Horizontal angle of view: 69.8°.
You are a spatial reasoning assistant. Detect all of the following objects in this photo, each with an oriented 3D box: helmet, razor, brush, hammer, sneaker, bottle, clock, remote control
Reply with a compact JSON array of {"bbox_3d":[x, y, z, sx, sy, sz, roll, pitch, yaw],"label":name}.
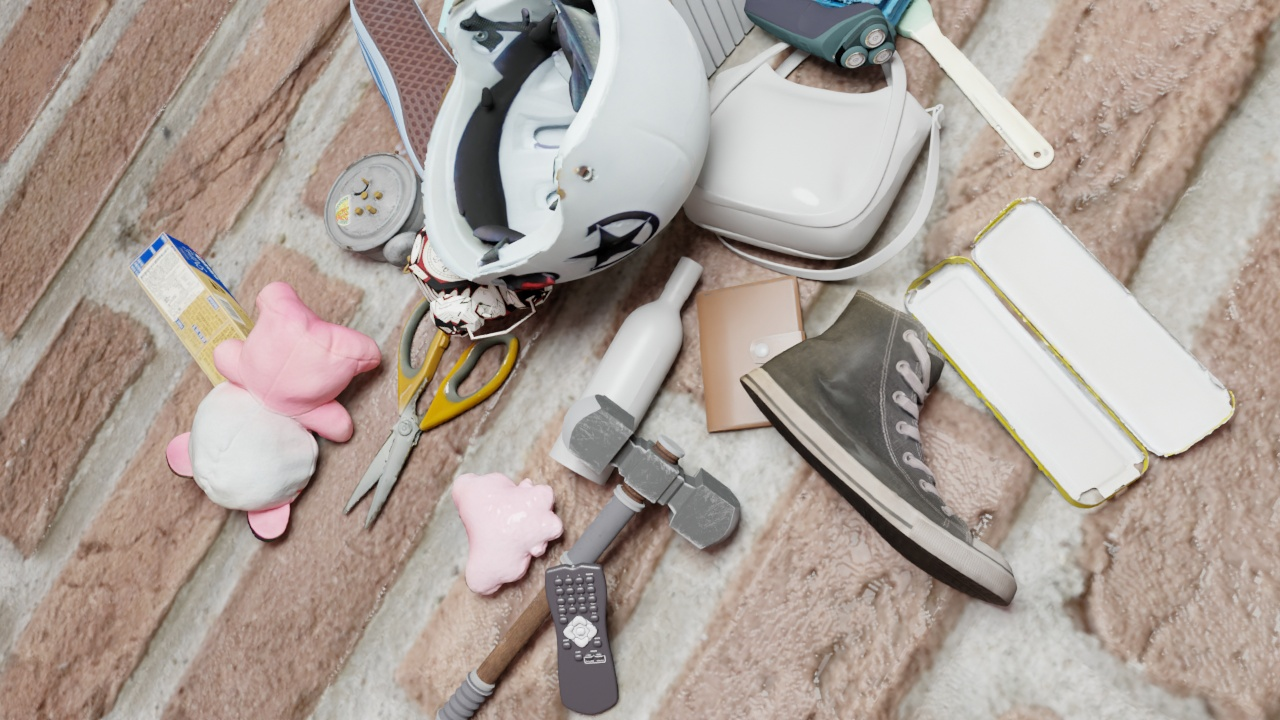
[{"bbox_3d":[-0.052,-0.167,0.699,0.265,0.163,0.236,-34,59,45],"label":"helmet"},{"bbox_3d":[0.142,-0.276,0.751,0.143,0.047,0.052,36,90,37],"label":"razor"},{"bbox_3d":[0.261,-0.236,0.747,0.033,0.012,0.217,-34,67,8],"label":"brush"},{"bbox_3d":[-0.074,0.188,0.717,0.156,0.043,0.322,37,100,-5],"label":"hammer"},{"bbox_3d":[0.192,0.059,0.647,0.120,0.095,0.234,-41,63,-2],"label":"sneaker"},{"bbox_3d":[-0.209,-0.253,0.902,0.083,0.098,0.241,-25,87,-14],"label":"sneaker"},{"bbox_3d":[-0.004,0.004,0.751,0.052,0.052,0.195,27,85,25],"label":"bottle"},{"bbox_3d":[-0.135,-0.070,0.805,0.114,0.065,0.154,-24,51,-4],"label":"clock"},{"bbox_3d":[-0.245,-0.137,0.880,0.104,0.056,0.148,-37,64,7],"label":"clock"},{"bbox_3d":[-0.044,0.213,0.696,0.046,0.009,0.124,-5,102,5],"label":"remote control"}]

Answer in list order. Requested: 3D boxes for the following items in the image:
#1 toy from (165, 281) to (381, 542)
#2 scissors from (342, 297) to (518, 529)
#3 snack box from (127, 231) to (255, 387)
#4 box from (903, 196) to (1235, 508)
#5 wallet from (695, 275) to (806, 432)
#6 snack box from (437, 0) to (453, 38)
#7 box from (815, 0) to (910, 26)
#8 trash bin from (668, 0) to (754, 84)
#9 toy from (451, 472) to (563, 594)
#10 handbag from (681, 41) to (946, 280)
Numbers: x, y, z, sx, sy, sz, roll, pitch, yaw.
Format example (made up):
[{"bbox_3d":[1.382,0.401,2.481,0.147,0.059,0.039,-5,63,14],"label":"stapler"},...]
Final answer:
[{"bbox_3d":[-0.335,0.046,0.828,0.142,0.084,0.213,33,99,-4],"label":"toy"},{"bbox_3d":[-0.210,0.041,0.837,0.162,0.016,0.225,42,91,26],"label":"scissors"},{"bbox_3d":[-0.435,-0.043,0.924,0.056,0.057,0.207,-46,65,-1],"label":"snack box"},{"bbox_3d":[0.296,-0.009,0.655,0.130,0.038,0.209,-41,64,15],"label":"box"},{"bbox_3d":[0.091,-0.005,0.740,0.087,0.013,0.120,-9,73,18],"label":"wallet"},{"bbox_3d":[-0.142,-0.377,0.902,0.053,0.075,0.174,6,77,22],"label":"snack box"},{"bbox_3d":[0.223,-0.383,0.773,0.093,0.048,0.231,29,81,25],"label":"box"},{"bbox_3d":[0.051,-0.382,0.794,0.142,0.142,0.247,41,91,25],"label":"trash bin"},{"bbox_3d":[-0.110,0.133,0.754,0.093,0.050,0.102,-20,73,10],"label":"toy"},{"bbox_3d":[0.151,-0.188,0.753,0.216,0.096,0.222,20,69,23],"label":"handbag"}]
